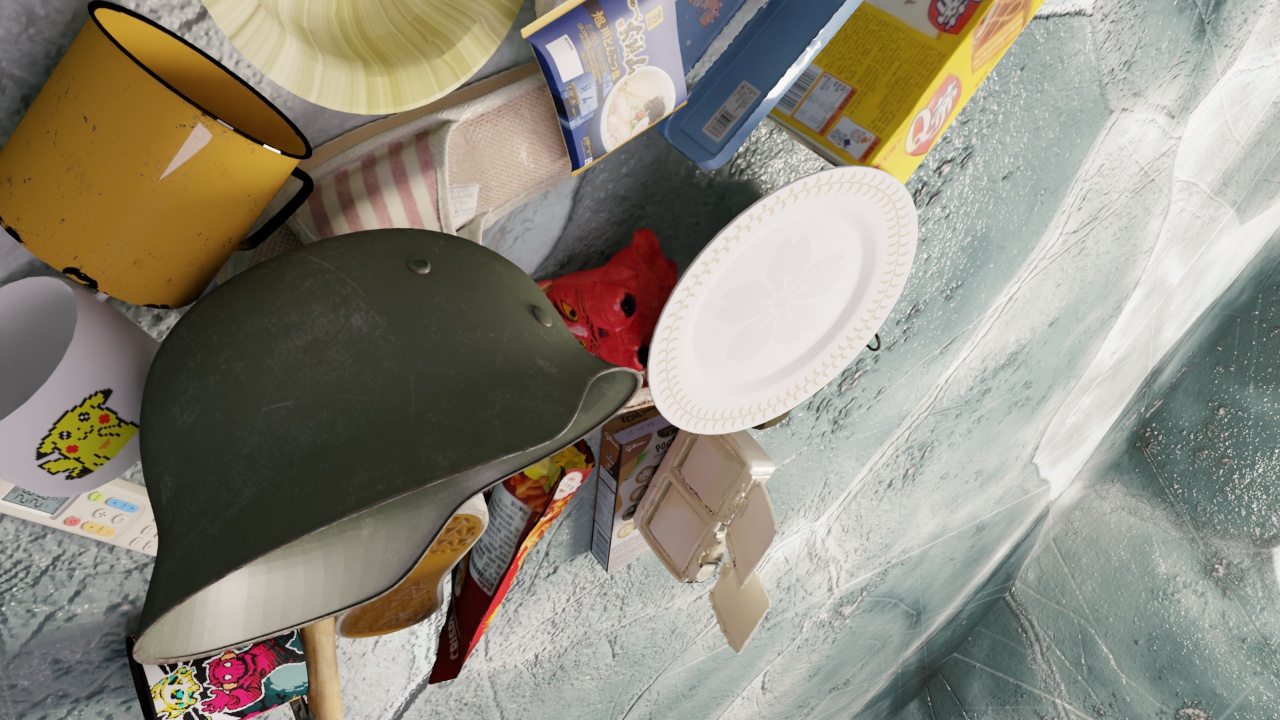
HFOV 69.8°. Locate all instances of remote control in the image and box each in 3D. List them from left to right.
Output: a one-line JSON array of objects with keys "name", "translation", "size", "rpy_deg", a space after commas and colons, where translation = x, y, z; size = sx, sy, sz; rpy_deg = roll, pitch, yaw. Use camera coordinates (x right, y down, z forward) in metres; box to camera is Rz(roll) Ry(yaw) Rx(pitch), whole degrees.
[{"name": "remote control", "translation": [-0.322, 0.086, 0.543], "size": [0.038, 0.018, 0.125], "rpy_deg": [-45, 144, 0]}]

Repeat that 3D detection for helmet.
[{"name": "helmet", "translation": [-0.130, 0.020, 0.461], "size": [0.267, 0.153, 0.228], "rpy_deg": [-15, 161, -39]}]

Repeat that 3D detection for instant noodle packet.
[{"name": "instant noodle packet", "translation": [-0.015, -0.162, 0.514], "size": [0.087, 0.026, 0.134], "rpy_deg": [-34, 159, -6]}]

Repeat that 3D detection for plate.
[{"name": "plate", "translation": [-0.126, -0.208, 0.411], "size": [0.183, 0.036, 0.185], "rpy_deg": [-29, 133, -37]}, {"name": "plate", "translation": [0.106, -0.040, 0.686], "size": [0.242, 0.016, 0.243], "rpy_deg": [-22, 140, -20]}]

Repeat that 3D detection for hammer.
[{"name": "hammer", "translation": [-0.235, 0.175, 0.659], "size": [0.033, 0.132, 0.331], "rpy_deg": [-15, 125, -34]}]

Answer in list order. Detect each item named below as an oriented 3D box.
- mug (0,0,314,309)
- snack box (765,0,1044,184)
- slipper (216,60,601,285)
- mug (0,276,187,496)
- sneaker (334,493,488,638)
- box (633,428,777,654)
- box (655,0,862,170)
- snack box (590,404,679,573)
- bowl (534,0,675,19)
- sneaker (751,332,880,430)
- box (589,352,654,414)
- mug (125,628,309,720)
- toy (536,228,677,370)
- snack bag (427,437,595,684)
[{"name": "mug", "translation": [-0.211, -0.083, 0.415], "size": [0.094, 0.100, 0.123], "rpy_deg": [-50, 149, 9]}, {"name": "snack box", "translation": [0.203, -0.242, 0.659], "size": [0.230, 0.110, 0.061], "rpy_deg": [-54, 145, 12]}, {"name": "slipper", "translation": [-0.116, -0.092, 0.541], "size": [0.262, 0.052, 0.115], "rpy_deg": [-34, 142, -15]}, {"name": "mug", "translation": [-0.275, 0.006, 0.445], "size": [0.115, 0.094, 0.068], "rpy_deg": [-46, 147, -12]}, {"name": "sneaker", "translation": [-0.184, 0.138, 0.692], "size": [0.087, 0.079, 0.236], "rpy_deg": [0, 144, -32]}, {"name": "box", "translation": [0.065, 0.140, 0.792], "size": [0.058, 0.187, 0.145], "rpy_deg": [12, 114, -32]}, {"name": "box", "translation": [0.077, -0.228, 0.581], "size": [0.209, 0.073, 0.085], "rpy_deg": [-50, 140, 8]}, {"name": "snack box", "translation": [0.007, 0.119, 0.894], "size": [0.100, 0.031, 0.186], "rpy_deg": [-22, 139, -29]}, {"name": "bowl", "translation": [0.000, -0.232, 0.489], "size": [0.149, 0.043, 0.149], "rpy_deg": [-32, 180, 0]}, {"name": "sneaker", "translation": [0.165, -0.041, 0.829], "size": [0.142, 0.101, 0.238], "rpy_deg": [-22, 143, -23]}, {"name": "box", "translation": [-0.003, 0.006, 0.752], "size": [0.186, 0.057, 0.071], "rpy_deg": [-12, 101, -40]}, {"name": "mug", "translation": [-0.304, 0.223, 0.657], "size": [0.098, 0.082, 0.118], "rpy_deg": [-15, 163, -35]}, {"name": "toy", "translation": [-0.019, -0.053, 0.688], "size": [0.132, 0.094, 0.088], "rpy_deg": [-42, 125, -51]}, {"name": "snack bag", "translation": [-0.117, 0.137, 0.720], "size": [0.066, 0.138, 0.208], "rpy_deg": [25, 108, -21]}]
